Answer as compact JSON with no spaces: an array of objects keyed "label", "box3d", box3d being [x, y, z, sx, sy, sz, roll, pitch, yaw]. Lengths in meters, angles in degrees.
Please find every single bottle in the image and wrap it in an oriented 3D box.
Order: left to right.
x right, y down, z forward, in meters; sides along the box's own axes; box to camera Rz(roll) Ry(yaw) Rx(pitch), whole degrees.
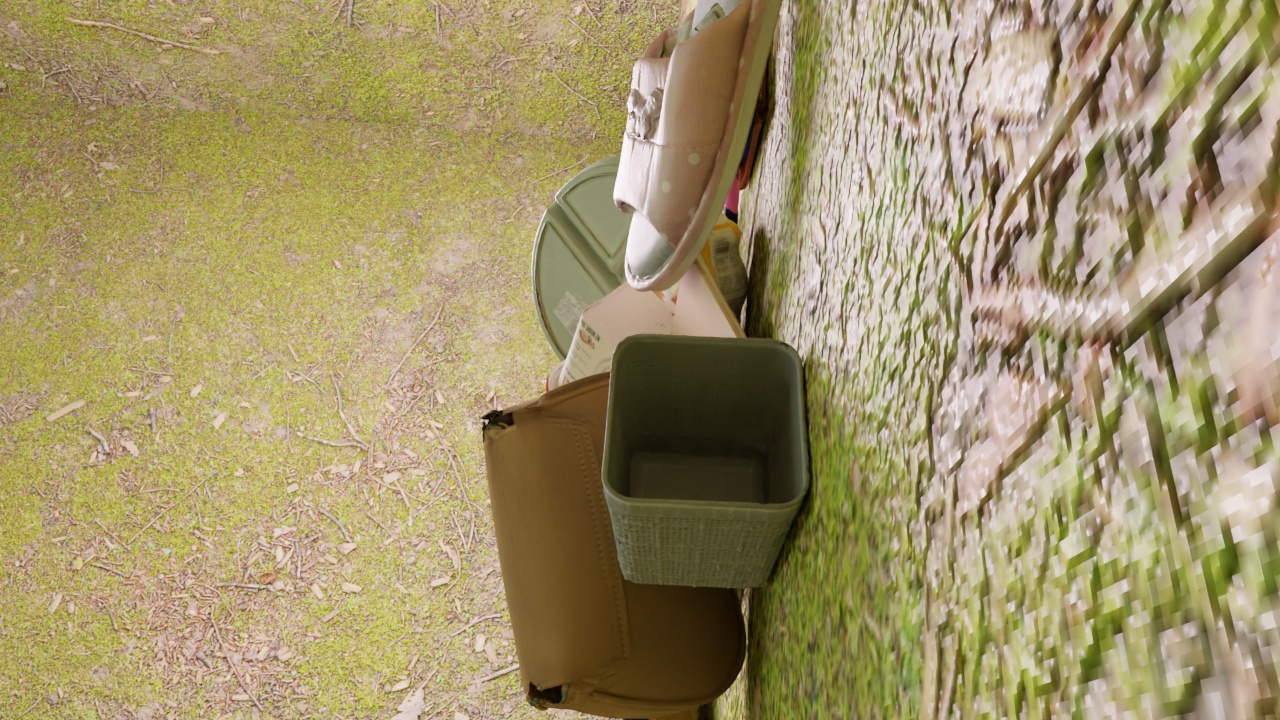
[{"label":"bottle","box3d":[0.047,-0.049,0.659,0.063,0.063,0.108,-89,-11,-78]}]

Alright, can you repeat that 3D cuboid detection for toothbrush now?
[{"label":"toothbrush","box3d":[0.067,-0.064,0.696,0.017,0.014,0.189,-105,13,-57]}]

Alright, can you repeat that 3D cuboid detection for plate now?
[{"label":"plate","box3d":[-0.020,-0.073,0.850,0.027,0.230,0.230,-12,-69,-50]}]

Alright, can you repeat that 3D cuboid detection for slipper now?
[{"label":"slipper","box3d":[0.030,-0.174,0.575,0.114,0.054,0.275,-129,53,-60]}]

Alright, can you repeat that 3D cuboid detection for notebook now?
[{"label":"notebook","box3d":[0.040,0.052,0.613,0.149,0.012,0.212,-113,24,-46]}]

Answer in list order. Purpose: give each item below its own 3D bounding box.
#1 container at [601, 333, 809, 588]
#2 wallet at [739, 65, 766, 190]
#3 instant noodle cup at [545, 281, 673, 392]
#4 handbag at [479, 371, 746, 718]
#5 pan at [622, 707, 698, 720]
[{"label":"container","box3d":[0.030,0.057,0.459,0.114,0.090,0.090,89,-176,-55]},{"label":"wallet","box3d":[0.075,-0.210,0.672,0.119,0.035,0.130,87,-176,-71]},{"label":"instant noodle cup","box3d":[-0.004,0.004,0.741,0.116,0.116,0.124,-36,-22,-29]},{"label":"handbag","box3d":[-0.022,0.111,0.553,0.100,0.147,0.204,-32,63,43]},{"label":"pan","box3d":[-0.023,0.273,0.856,0.357,0.078,0.198,-130,35,-72]}]
